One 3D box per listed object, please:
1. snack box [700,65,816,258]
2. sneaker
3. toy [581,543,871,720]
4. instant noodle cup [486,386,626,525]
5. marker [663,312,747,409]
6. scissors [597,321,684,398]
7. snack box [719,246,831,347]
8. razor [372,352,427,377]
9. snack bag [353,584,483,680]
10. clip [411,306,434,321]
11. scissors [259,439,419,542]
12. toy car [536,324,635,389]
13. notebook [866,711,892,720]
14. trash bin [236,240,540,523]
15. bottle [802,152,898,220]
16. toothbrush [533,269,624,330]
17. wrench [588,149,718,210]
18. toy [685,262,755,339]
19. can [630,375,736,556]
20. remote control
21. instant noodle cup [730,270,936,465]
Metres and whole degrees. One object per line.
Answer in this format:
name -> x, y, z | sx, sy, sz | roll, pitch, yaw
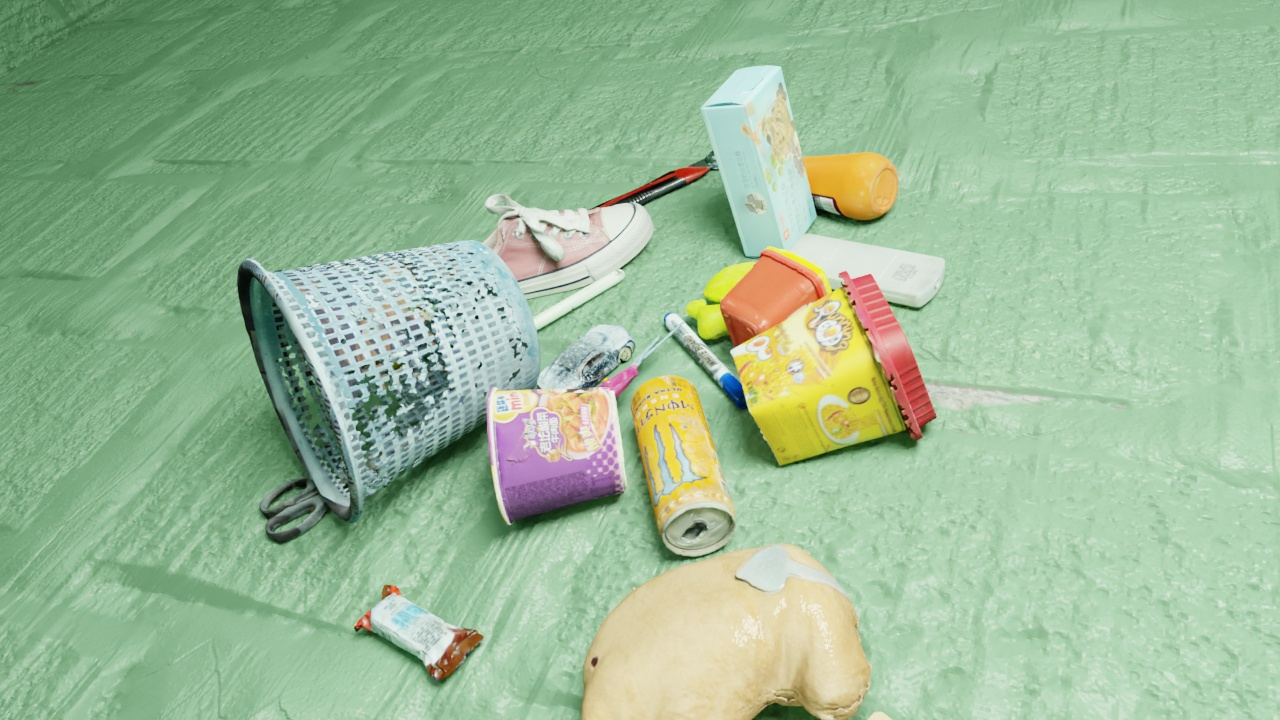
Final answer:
snack box -> 0.118, -0.188, 0.885 | 0.052, 0.175, 0.074 | 8, 46, 36
sneaker -> -0.107, -0.125, 0.967 | 0.241, 0.088, 0.118 | -18, 40, 2
toy -> 0.026, 0.193, 0.567 | 0.226, 0.082, 0.143 | -26, 32, -5
instant noodle cup -> -0.064, 0.068, 0.726 | 0.099, 0.112, 0.111 | -9, 41, 0
marker -> 0.058, -0.003, 0.823 | 0.017, 0.017, 0.145 | -27, 41, -10
scissors -> -0.004, 0.004, 0.807 | 0.135, 0.017, 0.108 | -41, 5, -20
snack box -> 0.119, -0.037, 0.784 | 0.080, 0.091, 0.082 | -40, 44, -14
razor -> -0.210, -0.011, 0.924 | 0.133, 0.028, 0.043 | -13, 75, 8
snack bag -> -0.167, 0.197, 0.675 | 0.105, 0.026, 0.045 | 16, 42, 33
clip -> -0.227, -0.047, 0.944 | 0.102, 0.095, 0.035 | -25, 39, 10
scissors -> -0.253, 0.110, 0.821 | 0.175, 0.014, 0.132 | -6, 41, 11
toy car -> -0.050, 0.000, 0.850 | 0.049, 0.031, 0.105 | 25, 56, 38
notebook -> 0.154, 0.294, 0.460 | 0.147, 0.008, 0.208 | -37, 44, -21
trash bin -> -0.202, -0.005, 0.781 | 0.194, 0.227, 0.227 | -24, 38, -29
bottle -> 0.189, -0.184, 0.946 | 0.150, 0.067, 0.066 | 18, 52, 45
toothbrush -> -0.093, -0.042, 0.923 | 0.189, 0.020, 0.029 | -34, 47, -18
wrench -> 0.031, -0.201, 1.056 | 0.273, 0.016, 0.056 | -24, 40, -8
toy -> 0.091, -0.058, 0.859 | 0.097, 0.031, 0.100 | 2, 49, 7
can -> 0.031, 0.077, 0.710 | 0.058, 0.058, 0.145 | -17, 40, 2
remote control -> 0.205, -0.084, 0.854 | 0.150, 0.021, 0.058 | 18, 52, 36
instant noodle cup -> 0.145, 0.013, 0.708 | 0.124, 0.116, 0.116 | -24, 40, 11
